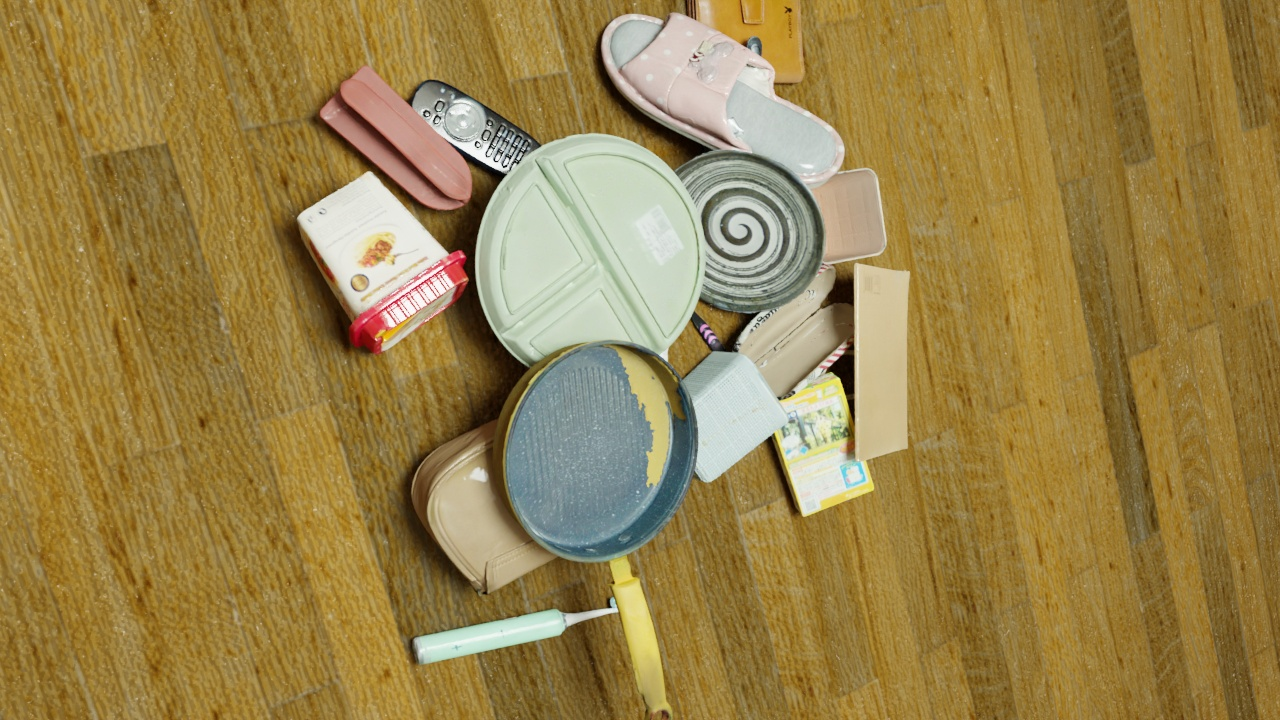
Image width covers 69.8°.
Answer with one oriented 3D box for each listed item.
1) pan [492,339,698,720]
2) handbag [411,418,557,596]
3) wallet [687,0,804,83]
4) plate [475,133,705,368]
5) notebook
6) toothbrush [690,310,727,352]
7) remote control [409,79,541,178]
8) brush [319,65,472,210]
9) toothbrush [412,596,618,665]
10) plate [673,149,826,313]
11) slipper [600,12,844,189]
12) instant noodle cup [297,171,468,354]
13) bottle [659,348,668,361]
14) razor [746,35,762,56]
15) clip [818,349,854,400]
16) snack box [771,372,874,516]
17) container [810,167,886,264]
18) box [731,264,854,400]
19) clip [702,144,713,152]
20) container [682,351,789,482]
[{"bbox_3d":[-0.020,0.158,0.818,0.197,0.078,0.357,-13,102,-31],"label":"pan"},{"bbox_3d":[-0.106,0.120,0.866,0.204,0.100,0.148,-23,107,-21],"label":"handbag"},{"bbox_3d":[0.113,-0.359,0.986,0.130,0.035,0.119,-7,100,-23],"label":"wallet"},{"bbox_3d":[-0.037,-0.088,0.834,0.229,0.027,0.230,-7,105,-26],"label":"plate"},{"bbox_3d":[0.271,0.001,1.027,0.149,0.012,0.211,-2,92,-55],"label":"notebook"},{"bbox_3d":[0.079,-0.019,0.983,0.014,0.018,0.189,-39,107,-8],"label":"toothbrush"},{"bbox_3d":[-0.155,-0.216,0.874,0.136,0.024,0.053,30,82,-19],"label":"remote control"},{"bbox_3d":[-0.211,-0.192,0.825,0.146,0.069,0.063,43,80,-18],"label":"brush"},{"bbox_3d":[-0.110,0.262,0.901,0.224,0.027,0.027,-5,71,-23],"label":"toothbrush"},{"bbox_3d":[0.100,-0.129,0.925,0.179,0.180,0.024,52,36,-15],"label":"plate"},{"bbox_3d":[0.080,-0.264,0.903,0.274,0.054,0.114,35,67,7],"label":"slipper"},{"bbox_3d":[-0.230,-0.086,0.804,0.116,0.116,0.124,-38,93,-18],"label":"instant noodle cup"},{"bbox_3d":[-0.005,0.005,0.921,0.063,0.063,0.108,17,84,-23],"label":"bottle"},{"bbox_3d":[0.126,-0.273,0.984,0.042,0.022,0.143,-12,111,-9],"label":"razor"},{"bbox_3d":[0.205,0.026,1.029,0.099,0.035,0.098,-34,102,-15],"label":"clip"},{"bbox_3d":[0.194,0.092,1.007,0.087,0.033,0.140,-21,106,-2],"label":"snack box"},{"bbox_3d":[0.187,-0.146,0.975,0.090,0.111,0.090,-12,95,-23],"label":"container"},{"bbox_3d":[0.171,-0.032,0.988,0.161,0.075,0.085,-39,132,-18],"label":"box"},{"bbox_3d":[0.064,-0.246,0.974,0.057,0.028,0.024,41,78,-27],"label":"clip"},{"bbox_3d":[0.073,0.059,0.944,0.111,0.090,0.090,-38,104,-15],"label":"container"}]
